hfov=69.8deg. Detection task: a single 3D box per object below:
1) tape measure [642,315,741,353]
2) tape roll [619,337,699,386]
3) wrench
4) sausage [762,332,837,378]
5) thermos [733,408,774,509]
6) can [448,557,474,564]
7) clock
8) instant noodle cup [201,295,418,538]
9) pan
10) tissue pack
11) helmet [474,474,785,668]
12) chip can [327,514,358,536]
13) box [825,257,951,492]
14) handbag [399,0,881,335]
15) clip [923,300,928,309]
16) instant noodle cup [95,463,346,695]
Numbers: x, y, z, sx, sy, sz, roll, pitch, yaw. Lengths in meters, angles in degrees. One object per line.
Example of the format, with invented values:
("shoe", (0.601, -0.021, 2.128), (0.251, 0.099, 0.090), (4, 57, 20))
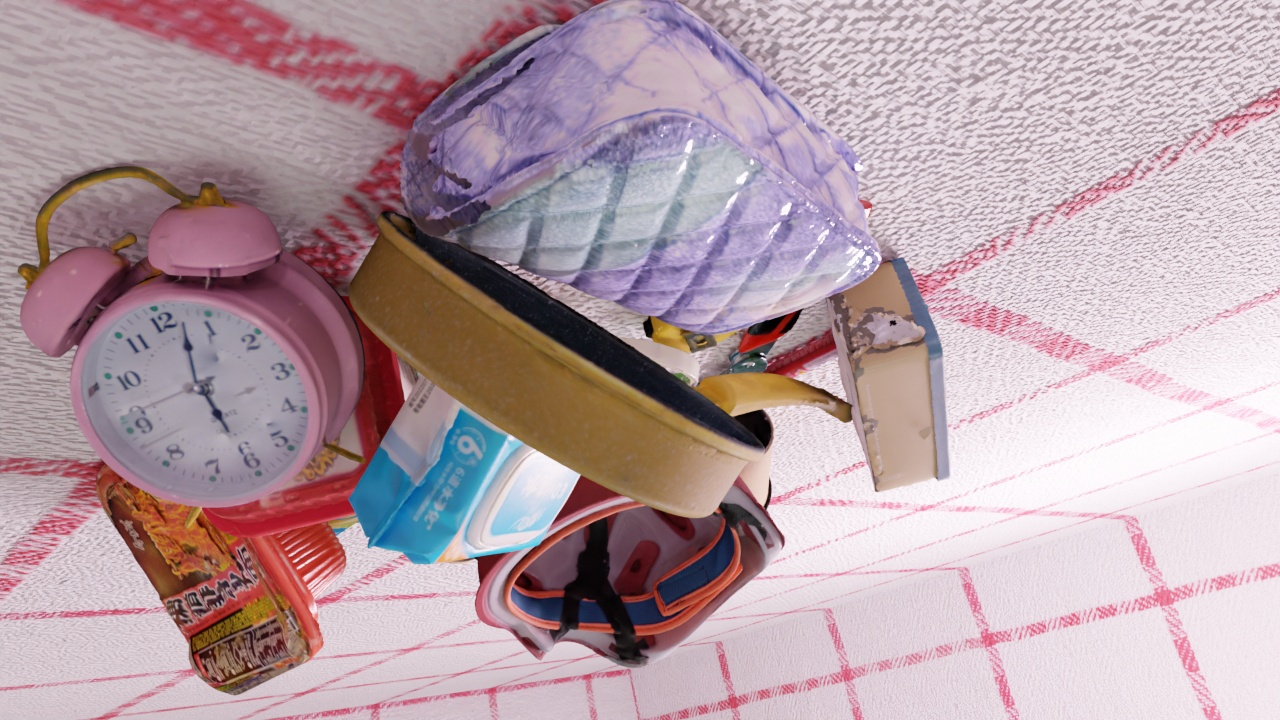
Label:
("tape measure", (0.034, -0.023, 0.591), (0.060, 0.029, 0.057), (-20, 156, 16))
("tape roll", (-0.004, 0.004, 0.614), (0.086, 0.014, 0.086), (8, 165, 2))
("wrench", (0.088, -0.030, 0.621), (0.056, 0.016, 0.274), (-6, 157, -18))
("sausage", (0.144, -0.010, 0.692), (0.156, 0.020, 0.020), (-29, 153, 35))
("thermos", (0.079, 0.094, 0.828), (0.093, 0.093, 0.143), (-10, 149, -7))
("can", (-0.171, 0.149, 0.816), (0.058, 0.058, 0.116), (-2, 173, -24))
("clock", (-0.194, -0.008, 0.400), (0.117, 0.059, 0.158), (-20, 112, 5))
("instant noodle cup", (-0.178, 0.036, 0.523), (0.117, 0.116, 0.124), (-14, 169, 3))
("pan", (0.017, 0.009, 0.475), (0.357, 0.198, 0.078), (27, 97, -51))
("tissue pack", (-0.076, 0.052, 0.464), (0.090, 0.063, 0.140), (-59, 159, 4))
("helmet", (-0.026, 0.127, 0.722), (0.239, 0.143, 0.207), (21, 121, -37))
("chip can", (-0.238, 0.099, 0.679), (0.071, 0.071, 0.211), (8, 150, -42))
("box", (0.172, 0.019, 0.633), (0.060, 0.089, 0.184), (-17, 141, 10))
("handbag", (0.011, -0.072, 0.403), (0.134, 0.075, 0.193), (-21, 155, 32))
("clip", (0.191, -0.025, 0.680), (0.013, 0.033, 0.054), (5, 139, -42))
("instant noodle cup", (-0.278, 0.122, 0.620), (0.165, 0.189, 0.078), (-31, -178, 40))
